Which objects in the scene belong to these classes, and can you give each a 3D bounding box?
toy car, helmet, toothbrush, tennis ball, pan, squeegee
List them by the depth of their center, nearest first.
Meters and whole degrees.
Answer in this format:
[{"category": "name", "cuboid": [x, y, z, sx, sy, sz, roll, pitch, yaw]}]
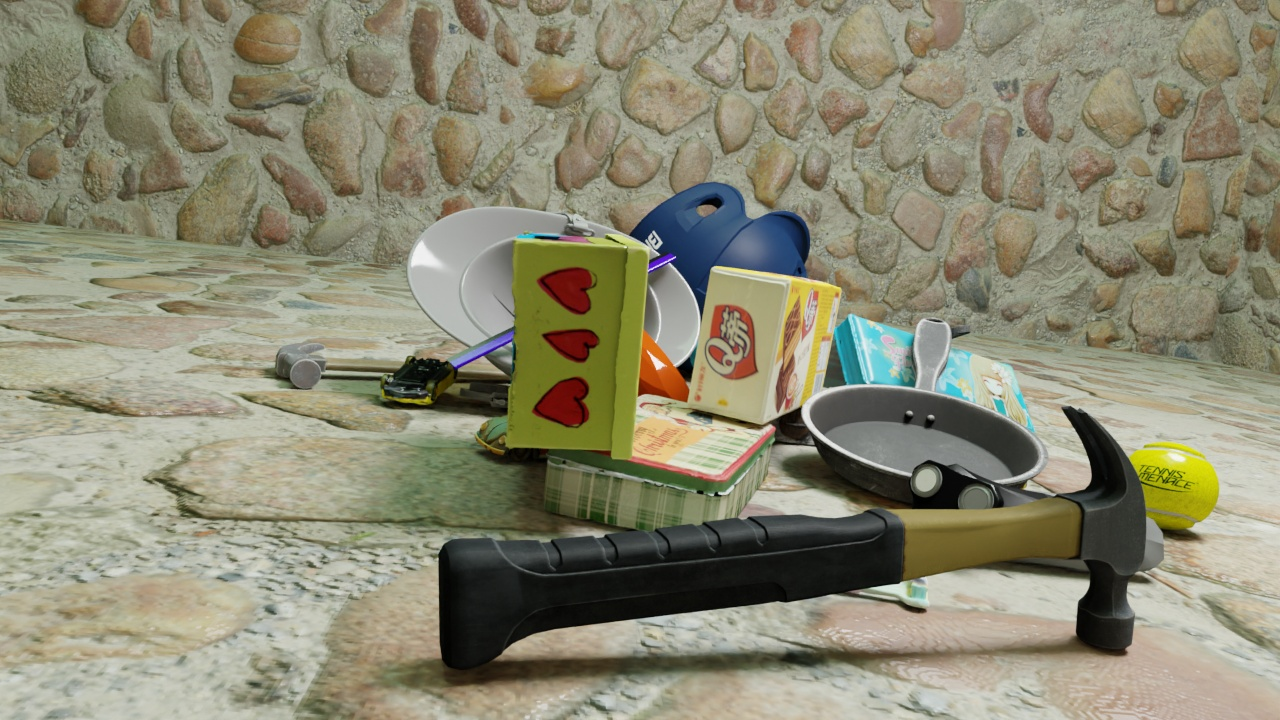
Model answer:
[{"category": "toothbrush", "cuboid": [0.072, 0.108, 0.480, 0.155, 0.015, 0.022, 8, 40, 7]}, {"category": "toy car", "cuboid": [-0.067, 0.047, 0.687, 0.111, 0.047, 0.047, 1, 13, -37]}, {"category": "tennis ball", "cuboid": [0.397, 0.094, 0.691, 0.065, 0.065, 0.065, 7, 8, -1]}, {"category": "squeegee", "cuboid": [-0.005, 0.005, 0.772, 0.248, 0.055, 0.185, -29, 68, -32]}, {"category": "pan", "cuboid": [0.248, 0.033, 0.803, 0.187, 0.055, 0.355, 11, 21, 16]}, {"category": "toy car", "cuboid": [-0.199, 0.020, 0.828, 0.049, 0.030, 0.106, 9, 15, 5]}, {"category": "helmet", "cuboid": [-0.087, -0.036, 0.872, 0.271, 0.183, 0.118, 13, -33, -10]}, {"category": "helmet", "cuboid": [0.122, -0.089, 1.197, 0.271, 0.233, 0.223, -24, 64, -34]}]

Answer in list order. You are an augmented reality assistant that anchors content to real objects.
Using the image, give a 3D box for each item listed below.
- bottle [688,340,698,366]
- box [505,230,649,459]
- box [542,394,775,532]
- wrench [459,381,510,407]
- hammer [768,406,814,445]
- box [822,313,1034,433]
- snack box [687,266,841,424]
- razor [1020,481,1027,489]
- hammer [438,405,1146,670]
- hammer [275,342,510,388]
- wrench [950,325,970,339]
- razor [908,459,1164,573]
[{"category": "bottle", "cuboid": [0.097, -0.005, 0.934, 0.146, 0.051, 0.051, 9, 8, 26]}, {"category": "box", "cuboid": [-0.043, -0.022, 0.591, 0.081, 0.124, 0.221, 2, 7, -8]}, {"category": "box", "cuboid": [0.022, 0.067, 0.625, 0.118, 0.049, 0.205, 9, 9, 18]}, {"category": "wrench", "cuboid": [-0.037, 0.047, 0.817, 0.274, 0.018, 0.083, 9, 4, 16]}, {"category": "hammer", "cuboid": [0.094, 0.035, 0.974, 0.217, 0.037, 0.300, 6, 7, -4]}, {"category": "box", "cuboid": [0.283, 0.043, 0.974, 0.226, 0.097, 0.122, 15, -39, -23]}, {"category": "snack box", "cuboid": [0.111, -0.017, 0.766, 0.062, 0.110, 0.230, 12, 7, 20]}, {"category": "razor", "cuboid": [0.327, 0.092, 0.824, 0.042, 0.022, 0.143, -29, 4, 14]}, {"category": "hammer", "cuboid": [0.083, 0.083, 0.393, 0.332, 0.118, 0.025, -1, 8, -19]}, {"category": "hammer", "cuboid": [-0.200, 0.007, 0.939, 0.330, 0.031, 0.119, 1, 9, -32]}, {"category": "wrench", "cuboid": [0.265, 0.000, 1.060, 0.073, 0.018, 0.274, -4, -12, -35]}, {"category": "razor", "cuboid": [0.244, 0.101, 0.562, 0.156, 0.057, 0.060, 14, -22, -11]}]
